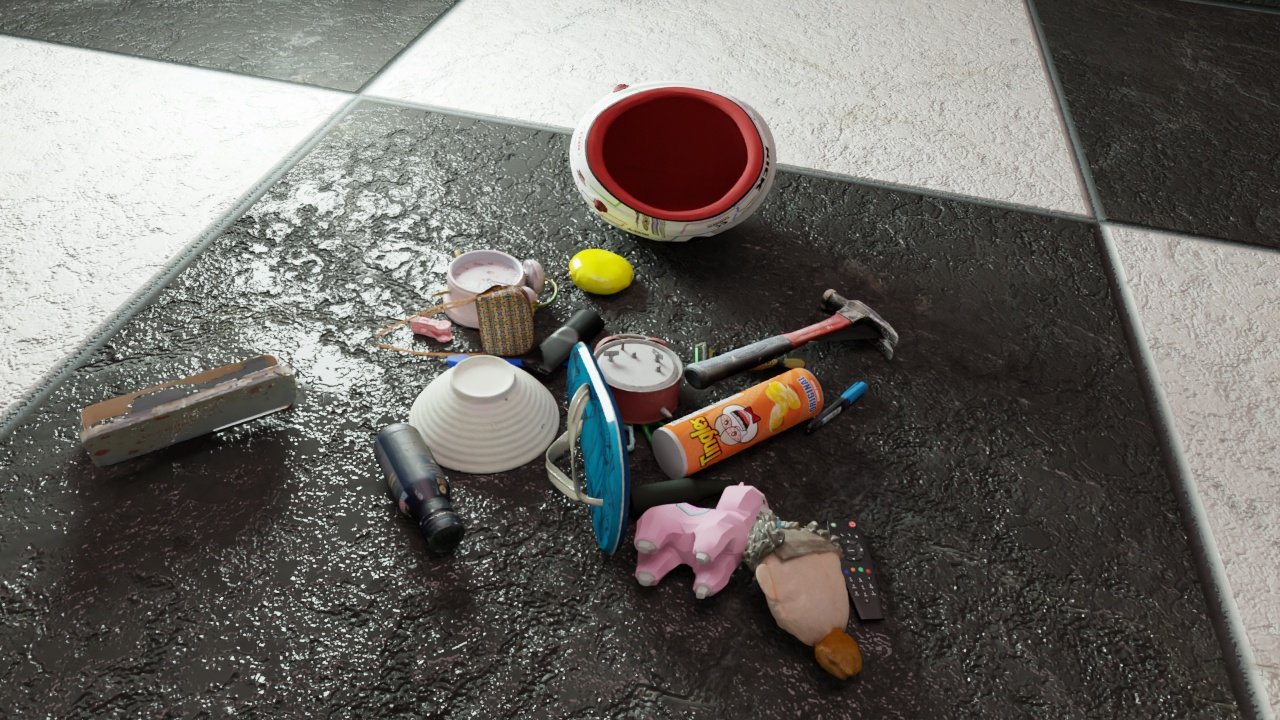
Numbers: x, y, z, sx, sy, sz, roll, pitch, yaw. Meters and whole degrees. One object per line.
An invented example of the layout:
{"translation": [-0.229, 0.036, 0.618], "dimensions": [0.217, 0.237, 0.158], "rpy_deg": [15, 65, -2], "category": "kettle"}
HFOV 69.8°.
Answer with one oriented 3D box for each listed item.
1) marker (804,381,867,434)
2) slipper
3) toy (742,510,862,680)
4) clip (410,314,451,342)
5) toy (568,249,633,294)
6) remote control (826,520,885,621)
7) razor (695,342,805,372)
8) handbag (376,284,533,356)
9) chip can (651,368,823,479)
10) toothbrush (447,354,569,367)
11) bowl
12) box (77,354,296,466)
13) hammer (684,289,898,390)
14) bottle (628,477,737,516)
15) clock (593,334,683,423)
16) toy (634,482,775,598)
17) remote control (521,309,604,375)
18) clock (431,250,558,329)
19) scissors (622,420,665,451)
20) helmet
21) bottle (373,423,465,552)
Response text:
{"translation": [0.242, 0.058, 1.139], "dimensions": [0.015, 0.018, 0.122], "rpy_deg": [31, 47, 34], "category": "marker"}
{"translation": [-0.065, 0.081, 1.005], "dimensions": [0.060, 0.118, 0.294], "rpy_deg": [7, 34, -19], "category": "slipper"}
{"translation": [0.160, 0.228, 0.892], "dimensions": [0.132, 0.076, 0.175], "rpy_deg": [12, 44, -39], "category": "toy"}
{"translation": [-0.272, -0.047, 1.189], "dimensions": [0.059, 0.039, 0.022], "rpy_deg": [10, 44, 11], "category": "clip"}
{"translation": [-0.056, -0.127, 1.305], "dimensions": [0.094, 0.041, 0.095], "rpy_deg": [-3, 40, -17], "category": "toy"}
{"translation": [0.224, 0.218, 0.956], "dimensions": [0.039, 0.010, 0.124], "rpy_deg": [0, 41, -7], "category": "remote control"}
{"translation": [0.143, 0.003, 1.189], "dimensions": [0.144, 0.021, 0.044], "rpy_deg": [3, 57, -2], "category": "razor"}
{"translation": [-0.232, -0.042, 1.154], "dimensions": [0.195, 0.094, 0.043], "rpy_deg": [-10, 37, -10], "category": "handbag"}
{"translation": [0.116, 0.072, 1.074], "dimensions": [0.209, 0.062, 0.062], "rpy_deg": [-21, 47, -28], "category": "chip can"}
{"translation": [-0.151, 0.004, 1.167], "dimensions": [0.186, 0.011, 0.016], "rpy_deg": [2, 41, -9], "category": "toothbrush"}
{"translation": [-0.182, 0.043, 1.068], "dimensions": [0.177, 0.071, 0.177], "rpy_deg": [3, 41, -3], "category": "bowl"}
{"translation": [-0.501, 0.043, 1.016], "dimensions": [0.216, 0.094, 0.121], "rpy_deg": [-20, 43, -27], "category": "box"}
{"translation": [0.193, -0.017, 1.178], "dimensions": [0.325, 0.036, 0.140], "rpy_deg": [-19, 42, -35], "category": "hammer"}
{"translation": [0.047, 0.145, 1.004], "dimensions": [0.122, 0.033, 0.033], "rpy_deg": [-7, 42, -15], "category": "bottle"}
{"translation": [-0.007, 0.007, 1.125], "dimensions": [0.110, 0.062, 0.156], "rpy_deg": [2, 35, -6], "category": "clock"}
{"translation": [0.065, 0.175, 0.944], "dimensions": [0.123, 0.067, 0.157], "rpy_deg": [8, 26, 21], "category": "toy"}
{"translation": [-0.098, -0.026, 1.189], "dimensions": [0.045, 0.021, 0.140], "rpy_deg": [21, 38, 19], "category": "remote control"}
{"translation": [-0.190, -0.095, 1.238], "dimensions": [0.158, 0.059, 0.116], "rpy_deg": [10, 41, 4], "category": "clock"}
{"translation": [-0.019, 0.065, 1.108], "dimensions": [0.078, 0.013, 0.132], "rpy_deg": [-13, 41, -18], "category": "scissors"}
{"translation": [0.054, -0.291, 1.360], "dimensions": [0.315, 0.231, 0.235], "rpy_deg": [12, 5, 16], "category": "helmet"}
{"translation": [-0.233, 0.133, 0.969], "dimensions": [0.056, 0.056, 0.160], "rpy_deg": [-18, 46, -25], "category": "bottle"}
